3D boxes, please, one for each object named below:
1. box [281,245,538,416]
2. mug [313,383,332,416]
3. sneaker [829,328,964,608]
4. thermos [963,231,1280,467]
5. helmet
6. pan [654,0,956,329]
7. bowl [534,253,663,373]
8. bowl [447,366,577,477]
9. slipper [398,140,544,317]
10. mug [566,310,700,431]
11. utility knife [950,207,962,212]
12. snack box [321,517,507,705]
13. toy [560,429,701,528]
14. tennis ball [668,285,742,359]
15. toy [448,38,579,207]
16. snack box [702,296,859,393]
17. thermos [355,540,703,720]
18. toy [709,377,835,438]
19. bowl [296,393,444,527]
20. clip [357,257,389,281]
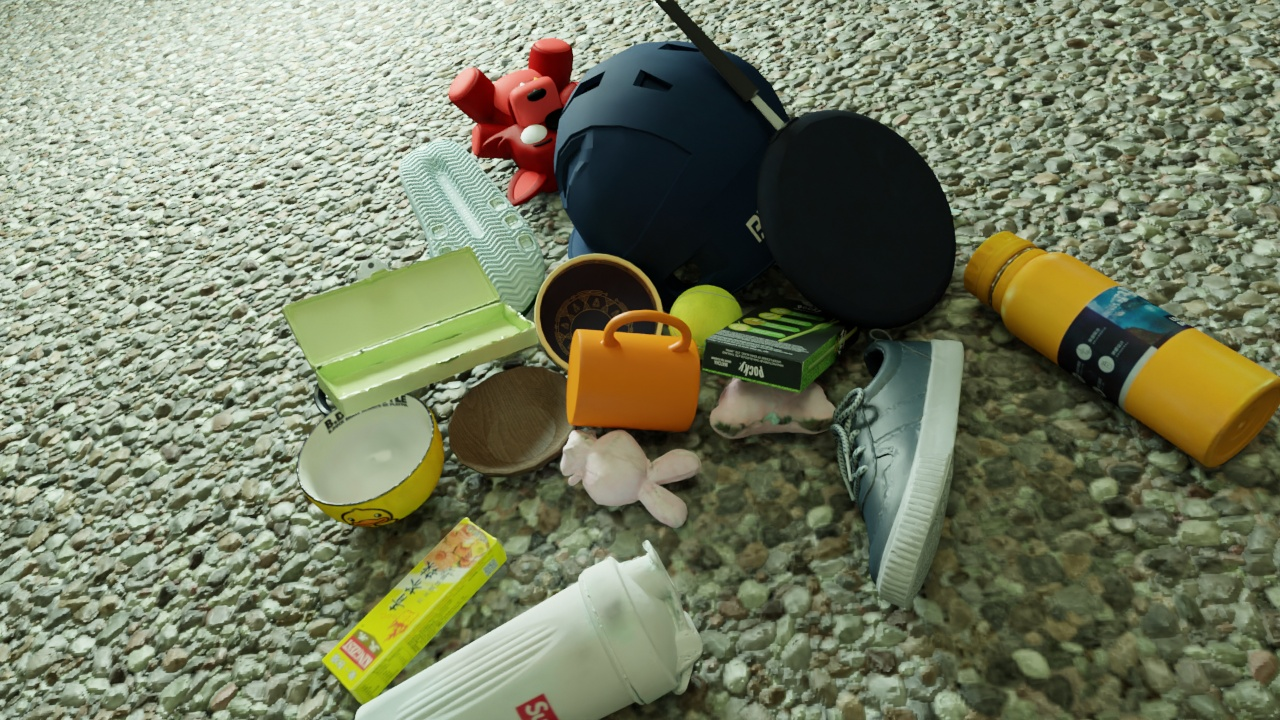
[{"bbox_3d":[-0.202,-0.027,0.815,0.187,0.047,0.141,-25,60,-30],"label":"box"},{"bbox_3d":[-0.269,0.007,0.864,0.077,0.071,0.105,36,92,38],"label":"mug"},{"bbox_3d":[0.180,0.065,0.663,0.087,0.089,0.234,8,45,18],"label":"sneaker"},{"bbox_3d":[0.357,-0.017,0.703,0.076,0.091,0.232,-52,48,10],"label":"thermos"},{"bbox_3d":[0.017,-0.184,0.882,0.273,0.223,0.231,-21,30,51],"label":"helmet"},{"bbox_3d":[0.134,-0.180,0.769,0.356,0.021,0.198,46,62,-5],"label":"pan"},{"bbox_3d":[-0.040,-0.033,0.823,0.112,0.061,0.112,2,77,-9],"label":"bowl"},{"bbox_3d":[-0.105,0.058,0.788,0.118,0.030,0.117,-8,46,8],"label":"bowl"},{"bbox_3d":[-0.175,-0.129,0.950,0.104,0.074,0.245,-26,63,-12],"label":"slipper"},{"bbox_3d":[-0.004,0.004,0.733,0.096,0.113,0.077,4,44,-11],"label":"mug"},{"bbox_3d":[0.250,-0.153,0.895,0.124,0.015,0.022,13,27,24],"label":"utility knife"},{"bbox_3d":[-0.166,0.185,0.688,0.040,0.029,0.147,27,60,34],"label":"snack box"},{"bbox_3d":[-0.009,0.089,0.722,0.110,0.047,0.063,16,61,17],"label":"toy"},{"bbox_3d":[0.057,-0.033,0.802,0.065,0.065,0.065,-8,46,8],"label":"tennis ball"},{"bbox_3d":[-0.115,-0.270,1.045,0.158,0.121,0.197,-24,54,-11],"label":"toy"},{"bbox_3d":[0.119,-0.017,0.748,0.080,0.025,0.147,13,23,26],"label":"snack box"},{"bbox_3d":[-0.069,0.210,0.602,0.220,0.099,0.099,-27,46,-2],"label":"thermos"},{"bbox_3d":[0.105,0.027,0.744,0.099,0.053,0.095,-3,34,5],"label":"toy"},{"bbox_3d":[-0.216,0.090,0.764,0.117,0.068,0.117,-8,47,9],"label":"bowl"},{"bbox_3d":[-0.276,-0.079,0.966,0.101,0.040,0.054,-20,58,-4],"label":"clip"}]
